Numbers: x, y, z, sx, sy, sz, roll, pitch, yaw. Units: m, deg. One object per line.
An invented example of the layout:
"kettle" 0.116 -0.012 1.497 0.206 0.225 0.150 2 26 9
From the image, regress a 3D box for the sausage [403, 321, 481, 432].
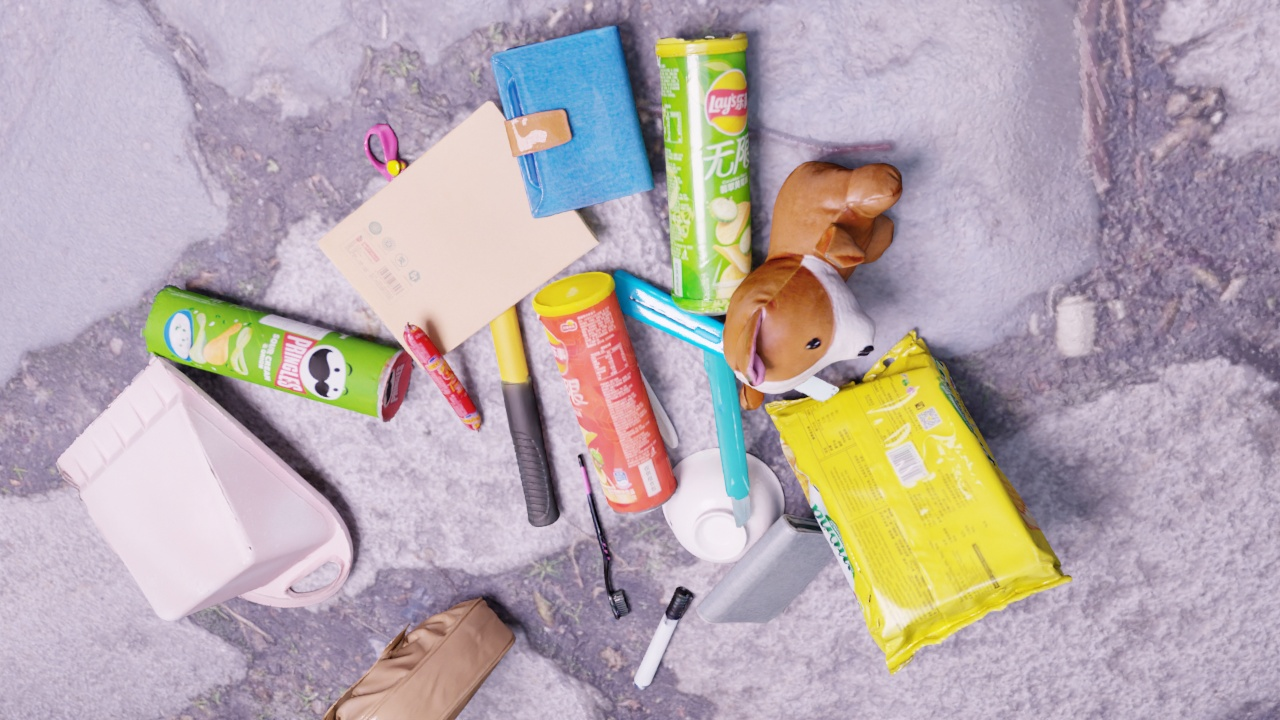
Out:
"sausage" -0.177 0.018 0.837 0.020 0.020 0.156 -11 137 12

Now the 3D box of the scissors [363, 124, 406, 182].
"scissors" -0.203 -0.144 0.805 0.134 0.017 0.133 -9 101 22

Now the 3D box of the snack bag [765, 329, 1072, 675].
"snack bag" 0.218 0.106 0.748 0.158 0.068 0.246 -28 61 9

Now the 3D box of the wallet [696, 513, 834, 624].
"wallet" 0.125 0.196 0.863 0.106 0.037 0.130 16 120 -44

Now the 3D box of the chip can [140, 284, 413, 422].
"chip can" -0.337 -0.007 0.857 0.236 0.072 0.072 16 112 3

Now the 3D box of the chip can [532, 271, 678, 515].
"chip can" -0.027 0.032 0.813 0.073 0.073 0.217 -13 114 13

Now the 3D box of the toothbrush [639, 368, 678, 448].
"toothbrush" -0.005 0.005 0.842 0.016 0.016 0.180 -15 111 31

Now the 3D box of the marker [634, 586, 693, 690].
"marker" 0.023 0.288 0.945 0.022 0.018 0.131 17 113 -8

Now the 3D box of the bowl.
"bowl" 0.075 0.149 0.858 0.118 0.064 0.118 3 112 7

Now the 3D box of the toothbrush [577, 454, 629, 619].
"toothbrush" -0.037 0.178 0.914 0.018 0.014 0.189 -11 109 2

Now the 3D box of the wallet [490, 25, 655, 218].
"wallet" -0.053 -0.188 0.728 0.106 0.040 0.133 -14 105 -2

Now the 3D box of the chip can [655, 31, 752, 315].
"chip can" 0.054 -0.146 0.742 0.072 0.072 0.221 -1 111 9

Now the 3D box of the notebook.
"notebook" -0.160 -0.102 0.792 0.208 0.008 0.148 -34 103 18

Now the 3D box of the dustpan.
"dustpan" -0.429 0.146 0.937 0.223 0.138 0.273 -31 85 28

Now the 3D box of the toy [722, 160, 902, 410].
"toy" 0.134 -0.054 0.719 0.130 0.140 0.199 31 79 20

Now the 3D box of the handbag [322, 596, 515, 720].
"handbag" -0.221 0.319 0.899 0.100 0.203 0.148 48 123 1

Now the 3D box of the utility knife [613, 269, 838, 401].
"utility knife" 0.069 -0.018 0.794 0.218 0.018 0.034 27 102 10

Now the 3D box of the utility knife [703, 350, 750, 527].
"utility knife" 0.078 0.062 0.822 0.029 0.013 0.176 -7 87 -17

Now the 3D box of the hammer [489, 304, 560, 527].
"hammer" -0.117 0.017 0.853 0.129 0.032 0.301 -5 110 11
